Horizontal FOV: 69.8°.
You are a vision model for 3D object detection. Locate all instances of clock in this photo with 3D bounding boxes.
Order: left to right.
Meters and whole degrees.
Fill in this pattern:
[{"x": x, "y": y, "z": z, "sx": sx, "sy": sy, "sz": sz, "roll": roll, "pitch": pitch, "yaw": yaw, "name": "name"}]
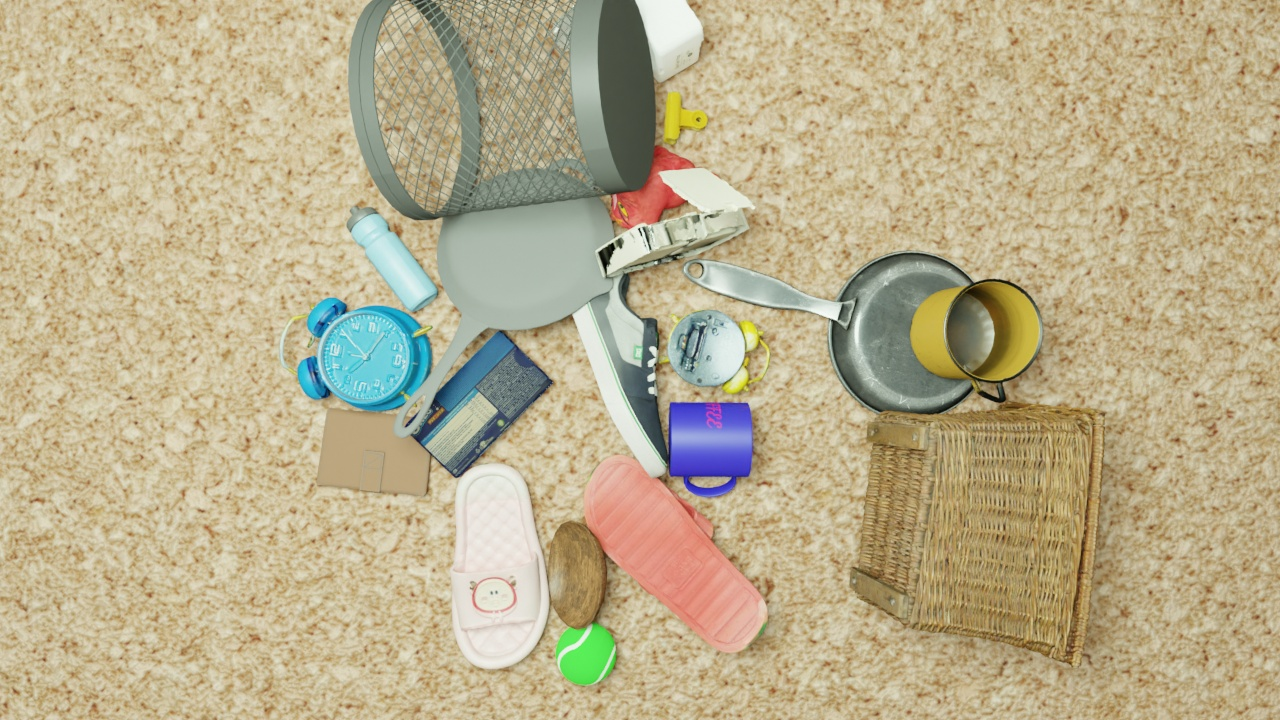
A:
[{"x": -0.307, "y": -0.005, "z": 0.989, "sx": 0.161, "sy": 0.060, "sz": 0.117, "roll": 9, "pitch": 90, "yaw": 1, "name": "clock"}, {"x": 0.082, "y": -0.010, "z": 0.991, "sx": 0.119, "sy": 0.057, "sz": 0.083, "roll": 15, "pitch": 89, "yaw": 0, "name": "clock"}]

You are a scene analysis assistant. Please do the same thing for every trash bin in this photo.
[{"x": -0.119, "y": -0.250, "z": 0.882, "sx": 0.228, "sy": 0.217, "sz": 0.217, "roll": -1, "pitch": 90, "yaw": 16, "name": "trash bin"}]

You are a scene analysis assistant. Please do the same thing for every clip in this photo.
[{"x": 0.047, "y": -0.265, "z": 1.012, "sx": 0.049, "sy": 0.045, "sz": 0.054, "roll": 4, "pitch": 88, "yaw": -42, "name": "clip"}]

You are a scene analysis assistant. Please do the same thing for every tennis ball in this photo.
[{"x": -0.059, "y": 0.315, "z": 0.986, "sx": 0.065, "sy": 0.065, "sz": 0.065, "roll": 0, "pitch": 90, "yaw": 0, "name": "tennis ball"}]

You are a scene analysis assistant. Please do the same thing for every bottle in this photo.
[{"x": -0.274, "y": -0.115, "z": 0.999, "sx": 0.040, "sy": 0.040, "sz": 0.130, "roll": -37, "pitch": 90, "yaw": 0, "name": "bottle"}]

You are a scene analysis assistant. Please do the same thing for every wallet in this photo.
[{"x": -0.291, "y": 0.101, "z": 1.012, "sx": 0.121, "sy": 0.013, "sz": 0.087, "roll": 6, "pitch": 85, "yaw": 0, "name": "wallet"}]

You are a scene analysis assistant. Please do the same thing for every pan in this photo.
[{"x": -0.157, "y": -0.074, "z": 0.958, "sx": 0.216, "sy": 0.024, "sz": 0.354, "roll": 27, "pitch": 76, "yaw": 16, "name": "pan"}, {"x": 0.218, "y": -0.052, "z": 1.002, "sx": 0.357, "sy": 0.055, "sz": 0.187, "roll": 17, "pitch": 89, "yaw": -4, "name": "pan"}]

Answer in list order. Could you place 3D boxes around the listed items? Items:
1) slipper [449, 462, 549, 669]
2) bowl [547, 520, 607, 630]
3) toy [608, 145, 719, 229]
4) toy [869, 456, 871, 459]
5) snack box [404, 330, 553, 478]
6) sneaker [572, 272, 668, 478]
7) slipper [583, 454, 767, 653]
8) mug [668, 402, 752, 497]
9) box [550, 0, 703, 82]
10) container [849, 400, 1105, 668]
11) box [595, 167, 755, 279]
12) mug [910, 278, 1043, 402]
[{"x": -0.155, "y": 0.221, "z": 0.992, "sx": 0.107, "sy": 0.056, "sz": 0.221, "roll": -3, "pitch": 89, "yaw": -2, "name": "slipper"}, {"x": -0.062, "y": 0.228, "z": 0.984, "sx": 0.026, "sy": 0.102, "sz": 0.114, "roll": 2, "pitch": 97, "yaw": -38, "name": "bowl"}, {"x": 0.024, "y": -0.180, "z": 0.999, "sx": 0.132, "sy": 0.088, "sz": 0.094, "roll": -5, "pitch": 125, "yaw": -19, "name": "toy"}, {"x": 0.273, "y": 0.123, "z": 1.005, "sx": 0.049, "sy": 0.030, "sz": 0.111, "roll": 6, "pitch": 90, "yaw": -15, "name": "toy"}, {"x": -0.177, "y": 0.047, "z": 1.001, "sx": 0.150, "sy": 0.027, "sz": 0.082, "roll": -45, "pitch": 89, "yaw": -6, "name": "snack box"}, {"x": -0.006, "y": 0.006, "z": 0.970, "sx": 0.079, "sy": 0.084, "sz": 0.235, "roll": -22, "pitch": 81, "yaw": 3, "name": "sneaker"}, {"x": 0.035, "y": 0.207, "z": 0.990, "sx": 0.103, "sy": 0.059, "sz": 0.249, "roll": -45, "pitch": 76, "yaw": 2, "name": "slipper"}, {"x": 0.073, "y": 0.098, "z": 0.987, "sx": 0.083, "sy": 0.079, "sz": 0.111, "roll": 0, "pitch": 118, "yaw": 0, "name": "mug"}, {"x": -0.022, "y": -0.345, "z": 0.966, "sx": 0.136, "sy": 0.109, "sz": 0.121, "roll": -33, "pitch": 90, "yaw": -1, "name": "box"}, {"x": 0.328, "y": 0.162, "z": 0.925, "sx": 0.183, "sy": 0.162, "sz": 0.250, "roll": 5, "pitch": 90, "yaw": -11, "name": "container"}, {"x": 0.050, "y": -0.151, "z": 0.911, "sx": 0.143, "sy": 0.187, "sz": 0.070, "roll": -19, "pitch": 89, "yaw": -36, "name": "box"}, {"x": 0.340, "y": -0.017, "z": 0.934, "sx": 0.100, "sy": 0.094, "sz": 0.123, "roll": -17, "pitch": 92, "yaw": -6, "name": "mug"}]
